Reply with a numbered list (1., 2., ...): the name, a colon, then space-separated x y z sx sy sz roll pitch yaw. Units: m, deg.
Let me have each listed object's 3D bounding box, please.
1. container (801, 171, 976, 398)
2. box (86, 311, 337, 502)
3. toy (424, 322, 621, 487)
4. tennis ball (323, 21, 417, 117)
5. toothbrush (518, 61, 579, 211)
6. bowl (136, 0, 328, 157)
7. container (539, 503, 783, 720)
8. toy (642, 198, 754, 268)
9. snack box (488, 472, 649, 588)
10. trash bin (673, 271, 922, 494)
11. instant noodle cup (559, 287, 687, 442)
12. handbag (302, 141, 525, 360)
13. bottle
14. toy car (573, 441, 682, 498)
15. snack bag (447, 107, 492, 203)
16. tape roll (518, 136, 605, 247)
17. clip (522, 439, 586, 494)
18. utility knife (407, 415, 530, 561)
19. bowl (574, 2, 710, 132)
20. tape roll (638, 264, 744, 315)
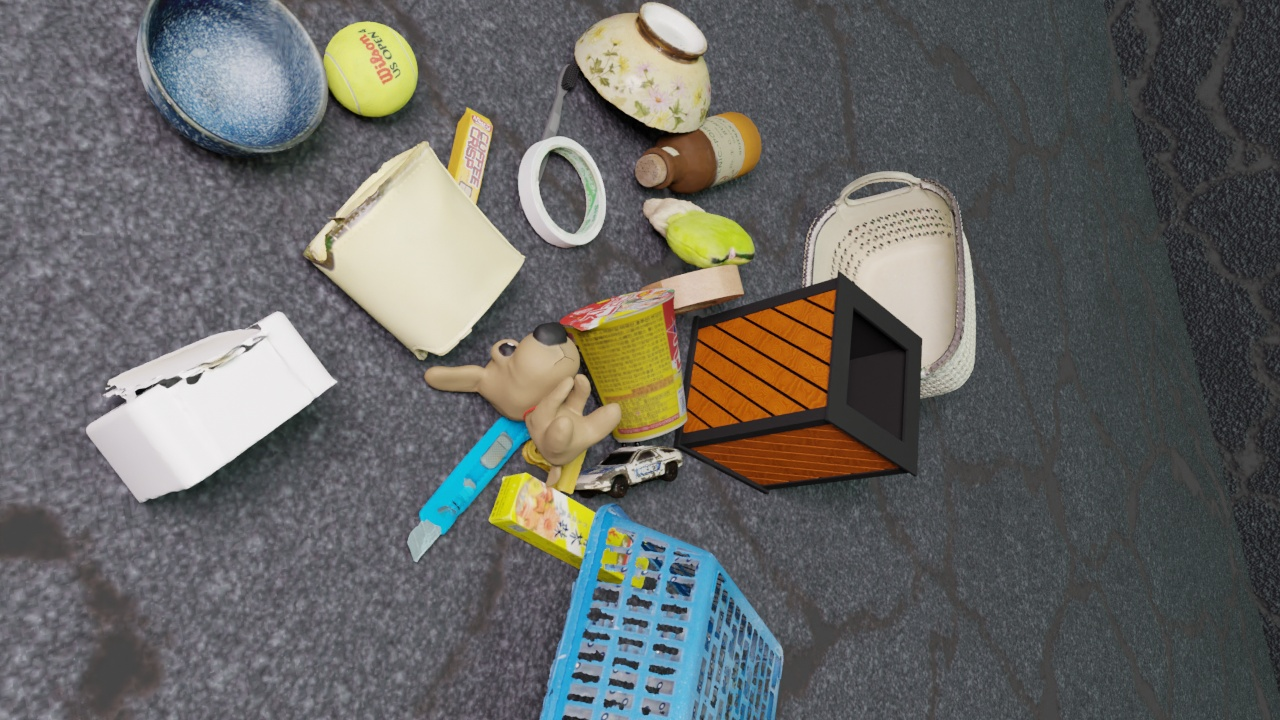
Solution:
1. container: 0.289 -0.071 1.040 0.143 0.185 0.251 29 59 -47
2. box: -0.253 0.010 0.516 0.095 0.103 0.107 57 47 -16
3. toy: -0.075 0.026 0.687 0.133 0.106 0.108 -12 56 -45
4. tennis ball: -0.194 -0.209 0.662 0.065 0.065 0.065 15 69 -42
5. toothbrush: -0.081 -0.201 0.815 0.013 0.013 0.167 34 59 -36
6. bowl: -0.266 -0.179 0.585 0.114 0.061 0.114 14 71 -44
7. container: 0.017 0.314 0.642 0.257 0.089 0.361 57 38 -48
8. toy: 0.049 -0.123 0.870 0.092 0.118 0.043 -13 131 -44
9. snack box: -0.053 0.139 0.736 0.148 0.029 0.040 36 56 -33
10. trash bin: 0.150 0.030 0.868 0.139 0.172 0.139 30 59 -37
11. instant noodle cup: -0.005 0.005 0.783 0.100 0.101 0.112 -31 109 -45
12. handbag: -0.161 -0.077 0.654 0.119 0.081 0.111 49 56 -26
13. bottle: 0.053 -0.202 0.910 0.156 0.068 0.068 -29 100 -46
14. toy car: -0.012 0.090 0.776 0.112 0.049 0.040 -11 91 -46
15. snack bag: -0.139 -0.160 0.738 0.026 0.020 0.099 28 61 -39
16. tape roll: -0.067 -0.146 0.800 0.093 0.018 0.093 9 78 -49
17. clip: -0.070 0.081 0.742 0.048 0.046 0.054 74 28 -57
18. utility knife: -0.121 0.083 0.693 0.031 0.015 0.174 45 50 -9
19. bowl: 0.016 -0.287 0.859 0.145 0.063 0.145 20 44 -20
20. tape roll: 0.047 -0.062 0.847 0.093 0.094 0.027 -12 88 -46
